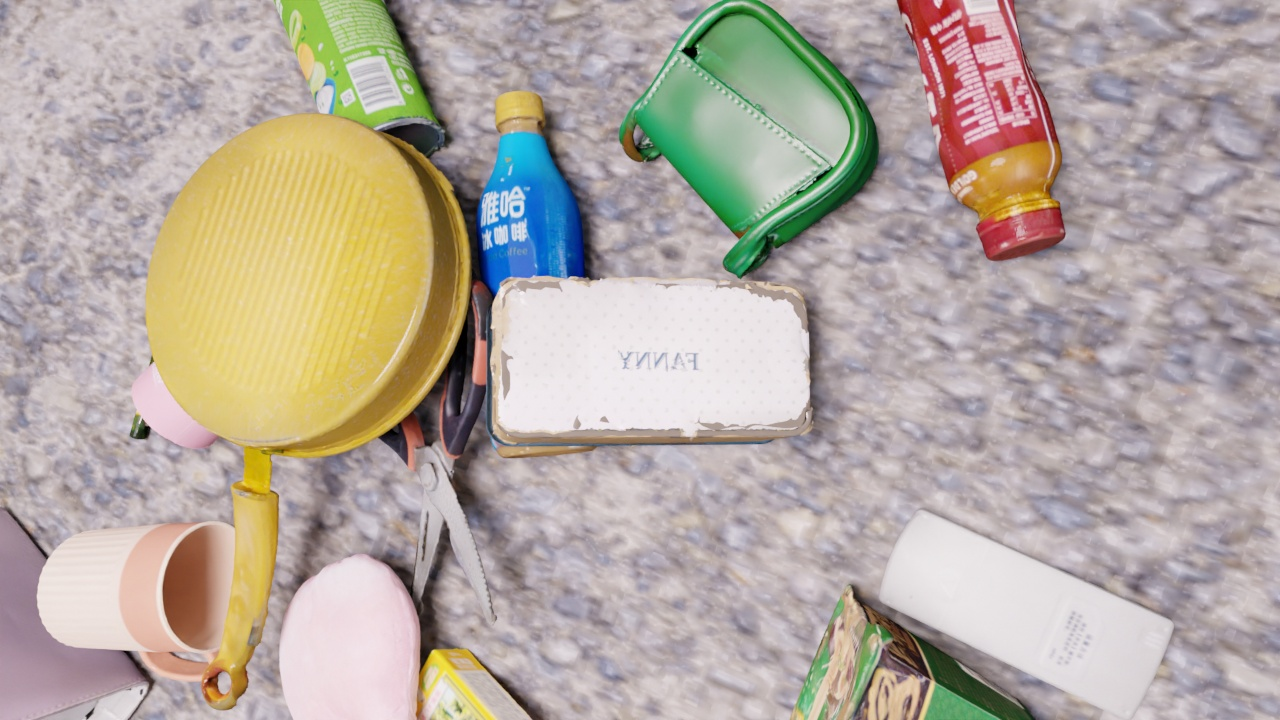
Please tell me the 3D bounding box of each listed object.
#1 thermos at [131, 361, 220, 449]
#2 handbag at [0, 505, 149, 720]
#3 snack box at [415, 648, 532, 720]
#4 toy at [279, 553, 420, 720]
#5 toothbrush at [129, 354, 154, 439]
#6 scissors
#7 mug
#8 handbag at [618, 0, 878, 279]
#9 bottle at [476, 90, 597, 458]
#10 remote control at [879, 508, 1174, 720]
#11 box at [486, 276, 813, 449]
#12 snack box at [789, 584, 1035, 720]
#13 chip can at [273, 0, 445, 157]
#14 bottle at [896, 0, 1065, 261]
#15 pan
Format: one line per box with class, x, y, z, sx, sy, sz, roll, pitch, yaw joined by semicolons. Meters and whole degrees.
thermos;-0.237;-0.020;0.596;0.199;0.067;0.087;-38;49;11
handbag;-0.455;0.196;0.609;0.197;0.145;0.098;38;94;18
snack box;-0.092;0.242;0.527;0.140;0.033;0.087;31;94;36
toy;-0.173;0.197;0.552;0.122;0.054;0.159;-39;55;28
toothbrush;-0.341;-0.034;0.663;0.017;0.012;0.186;15;90;24
scissors;-0.122;0.049;0.549;0.189;0.015;0.222;-50;59;32
mug;-0.321;0.163;0.610;0.106;0.081;0.115;-5;113;19
handbag;0.061;-0.128;0.521;0.120;0.068;0.131;-43;76;17
bottle;-0.065;-0.052;0.549;0.065;0.065;0.218;-8;83;16
remote control;0.195;0.128;0.475;0.135;0.019;0.056;23;92;18
box;-0.003;0.003;0.489;0.184;0.062;0.089;2;81;-8
snack box;0.135;0.191;0.449;0.105;0.118;0.117;21;92;6
chip can;-0.204;-0.234;0.606;0.072;0.072;0.236;-28;78;13
bottle;0.180;-0.141;0.484;0.057;0.057;0.175;-14;81;16
pan;-0.211;0.034;0.533;0.198;0.078;0.357;16;86;21
